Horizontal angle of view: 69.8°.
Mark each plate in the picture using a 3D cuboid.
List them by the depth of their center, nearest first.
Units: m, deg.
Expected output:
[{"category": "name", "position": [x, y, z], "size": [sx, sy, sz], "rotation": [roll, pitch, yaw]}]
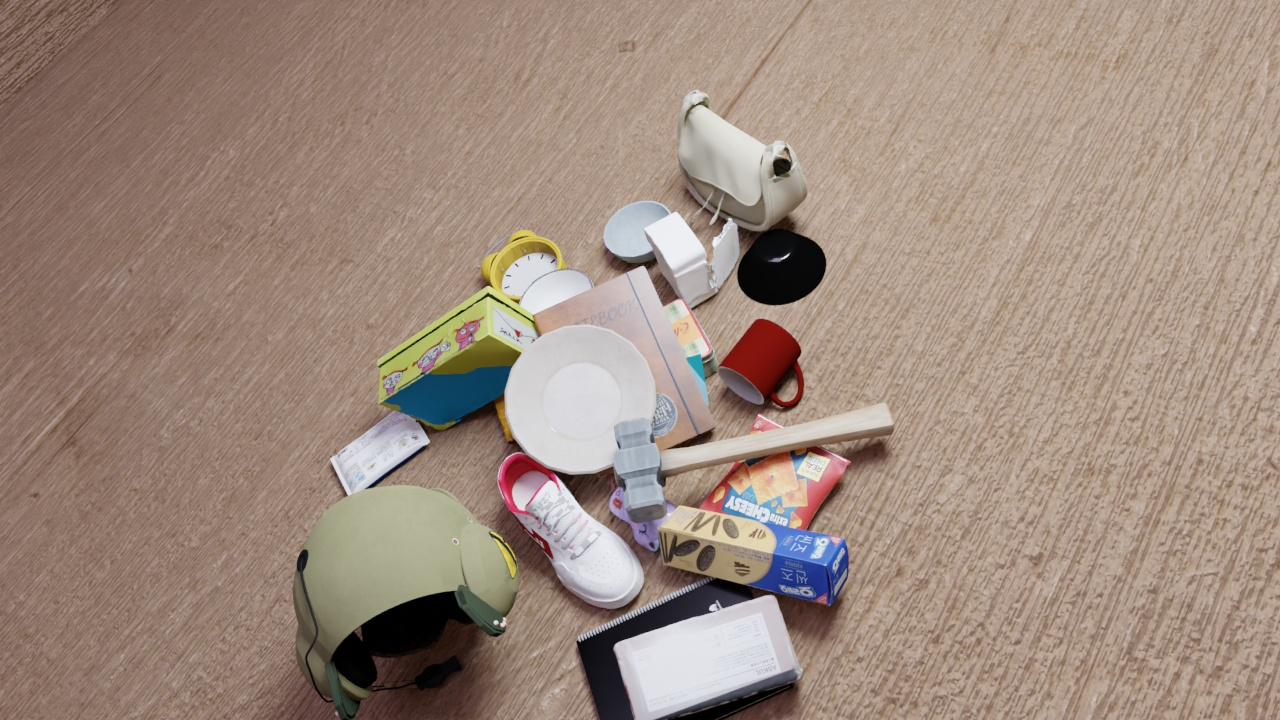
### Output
[{"category": "plate", "position": [-0.075, 0.049, 1.150], "size": [0.189, 0.027, 0.188], "rotation": [-1, 77, 3]}]

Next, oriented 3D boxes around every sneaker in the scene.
[{"category": "sneaker", "position": [-0.095, 0.196, 1.101], "size": [0.090, 0.104, 0.236], "rotation": [-40, 53, -8]}]

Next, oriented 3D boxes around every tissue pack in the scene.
[{"category": "tissue pack", "position": [0.071, 0.313, 0.973], "size": [0.181, 0.071, 0.103], "rotation": [-22, 70, 8]}]

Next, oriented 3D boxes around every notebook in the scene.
[{"category": "notebook", "position": [0.043, 0.332, 1.013], "size": [0.207, 0.016, 0.149], "rotation": [-26, 53, 3]}, {"category": "notebook", "position": [-0.013, 0.017, 1.176], "size": [0.178, 0.014, 0.249], "rotation": [-24, 77, 2]}]

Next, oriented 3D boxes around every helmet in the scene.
[{"category": "helmet", "position": [-0.257, 0.253, 1.015], "size": [0.250, 0.256, 0.232], "rotation": [-29, 56, -2]}]

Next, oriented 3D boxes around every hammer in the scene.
[{"category": "hammer", "position": [0.128, 0.099, 1.061], "size": [0.323, 0.051, 0.117], "rotation": [-12, 53, 3]}]

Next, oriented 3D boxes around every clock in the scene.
[{"category": "clock", "position": [-0.177, -0.138, 1.392], "size": [0.113, 0.052, 0.152], "rotation": [-43, 58, -10]}]

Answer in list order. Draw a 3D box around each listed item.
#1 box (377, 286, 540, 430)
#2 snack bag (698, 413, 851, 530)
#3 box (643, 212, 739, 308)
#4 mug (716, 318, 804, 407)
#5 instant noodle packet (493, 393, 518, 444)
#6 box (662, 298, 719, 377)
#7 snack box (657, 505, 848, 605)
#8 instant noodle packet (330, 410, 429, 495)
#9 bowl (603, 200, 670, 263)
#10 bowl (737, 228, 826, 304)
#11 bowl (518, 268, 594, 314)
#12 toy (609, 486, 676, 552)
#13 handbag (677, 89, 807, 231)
[{"category": "box", "position": [-0.240, 0.004, 1.236], "size": [0.222, 0.124, 0.082], "rotation": [-29, 51, 30]}, {"category": "snack bag", "position": [0.154, 0.151, 1.076], "size": [0.131, 0.039, 0.144], "rotation": [28, 80, 31]}, {"category": "box", "position": [0.090, -0.154, 1.264], "size": [0.130, 0.110, 0.103], "rotation": [-32, 52, -1]}, {"category": "mug", "position": [0.163, 0.011, 1.156], "size": [0.105, 0.073, 0.082], "rotation": [38, 74, 6]}, {"category": "instant noodle packet", "position": [-0.157, 0.042, 1.257], "size": [0.099, 0.039, 0.135], "rotation": [-38, 50, 17]}, {"category": "box", "position": [-0.007, 0.007, 1.230], "size": [0.205, 0.050, 0.117], "rotation": [-26, 53, 2]}, {"category": "snack box", "position": [0.121, 0.211, 1.011], "size": [0.207, 0.057, 0.056], "rotation": [6, 26, 32]}, {"category": "instant noodle packet", "position": [-0.370, 0.127, 1.300], "size": [0.134, 0.026, 0.087], "rotation": [-37, 53, -6]}, {"category": "bowl", "position": [0.002, -0.184, 1.360], "size": [0.106, 0.039, 0.106], "rotation": [-10, 55, 14]}, {"category": "bowl", "position": [0.188, -0.141, 1.252], "size": [0.124, 0.052, 0.123], "rotation": [-10, 55, 14]}, {"category": "bowl", "position": [-0.109, -0.067, 1.307], "size": [0.116, 0.066, 0.116], "rotation": [-10, 55, 14]}, {"category": "toy", "position": [0.009, 0.177, 1.115], "size": [0.080, 0.036, 0.100], "rotation": [-48, 54, -4]}, {"category": "handbag", "position": [0.118, -0.257, 1.270], "size": [0.132, 0.184, 0.229], "rotation": [-40, 51, -10]}]
